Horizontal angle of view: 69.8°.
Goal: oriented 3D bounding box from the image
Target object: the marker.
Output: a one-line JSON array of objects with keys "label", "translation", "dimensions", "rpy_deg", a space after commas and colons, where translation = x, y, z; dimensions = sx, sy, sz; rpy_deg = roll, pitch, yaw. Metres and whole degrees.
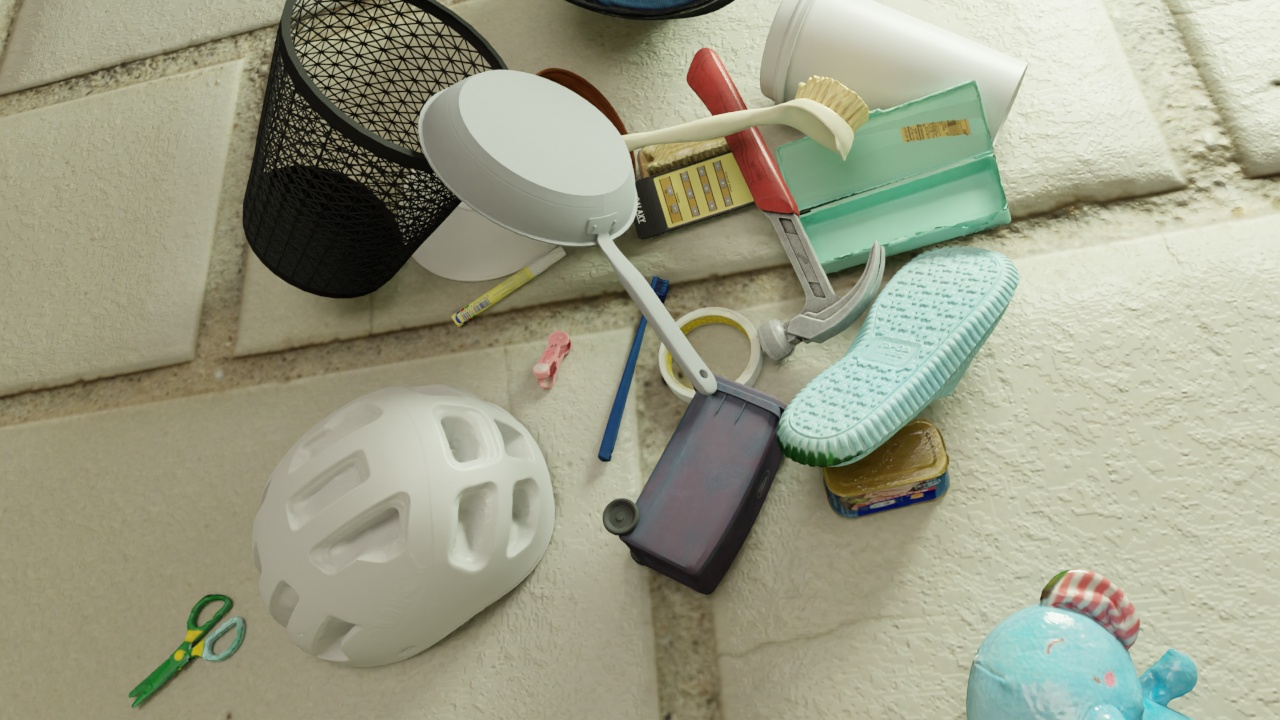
[{"label": "marker", "translation": [-0.133, -0.076, 0.934], "dimensions": [0.132, 0.014, 0.014], "rpy_deg": [-33, 61, -1]}]

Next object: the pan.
[{"label": "pan", "translation": [-0.041, -0.120, 0.765], "dimensions": [0.200, 0.051, 0.356], "rpy_deg": [-23, 67, -45]}]

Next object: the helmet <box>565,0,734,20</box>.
[{"label": "helmet", "translation": [0.020, -0.494, 0.960], "dimensions": [0.316, 0.249, 0.235], "rpy_deg": [19, 43, 24]}]

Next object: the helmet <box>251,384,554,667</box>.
[{"label": "helmet", "translation": [-0.228, 0.140, 0.814], "dimensions": [0.283, 0.183, 0.224], "rpy_deg": [-34, 54, 23]}]

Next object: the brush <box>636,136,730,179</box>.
[{"label": "brush", "translation": [0.053, -0.211, 0.928], "dimensions": [0.117, 0.039, 0.049], "rpy_deg": [-14, 61, 7]}]

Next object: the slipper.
[{"label": "slipper", "translation": [0.214, 0.002, 0.739], "dimensions": [0.275, 0.069, 0.116], "rpy_deg": [-43, 31, -25]}]

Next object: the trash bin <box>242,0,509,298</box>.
[{"label": "trash bin", "translation": [-0.265, -0.193, 0.876], "dimensions": [0.244, 0.216, 0.216], "rpy_deg": [-43, 50, 42]}]

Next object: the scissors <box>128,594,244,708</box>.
[{"label": "scissors", "translation": [-0.422, 0.280, 0.854], "dimensions": [0.071, 0.014, 0.130], "rpy_deg": [36, 78, 28]}]

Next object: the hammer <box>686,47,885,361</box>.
[{"label": "hammer", "translation": [0.117, -0.164, 0.844], "dimensions": [0.126, 0.036, 0.315], "rpy_deg": [-31, 67, 23]}]

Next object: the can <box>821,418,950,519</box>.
[{"label": "can", "translation": [0.195, 0.086, 0.732], "dimensions": [0.100, 0.059, 0.053], "rpy_deg": [-15, 62, 9]}]

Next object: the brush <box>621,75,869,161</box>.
[{"label": "brush", "translation": [0.071, -0.208, 0.830], "dimensions": [0.273, 0.062, 0.077], "rpy_deg": [1, 59, 29]}]

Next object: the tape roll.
[{"label": "tape roll", "translation": [0.064, -0.004, 0.837], "dimensions": [0.094, 0.019, 0.094], "rpy_deg": [-7, 64, 14]}]

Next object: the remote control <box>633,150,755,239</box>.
[{"label": "remote control", "translation": [0.054, -0.166, 0.905], "dimensions": [0.133, 0.013, 0.058], "rpy_deg": [-17, 94, 8]}]

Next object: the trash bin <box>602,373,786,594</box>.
[{"label": "trash bin", "translation": [0.053, 0.097, 0.752], "dimensions": [0.092, 0.094, 0.160], "rpy_deg": [22, 70, 24]}]

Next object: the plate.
[{"label": "plate", "translation": [-0.163, -0.192, 0.989], "dimensions": [0.230, 0.030, 0.229], "rpy_deg": [-7, 64, 14]}]

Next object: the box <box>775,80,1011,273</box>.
[{"label": "box", "translation": [0.222, -0.158, 0.823], "dimensions": [0.187, 0.057, 0.137], "rpy_deg": [-13, 73, 25]}]

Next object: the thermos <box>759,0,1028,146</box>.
[{"label": "thermos", "translation": [0.236, -0.271, 0.861], "dimensions": [0.222, 0.131, 0.131], "rpy_deg": [24, 74, 17]}]

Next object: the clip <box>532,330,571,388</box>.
[{"label": "clip", "translation": [-0.087, -0.003, 0.874], "dimensions": [0.023, 0.044, 0.060], "rpy_deg": [14, 84, 19]}]

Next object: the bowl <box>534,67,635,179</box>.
[{"label": "bowl", "translation": [-0.079, -0.211, 0.925], "dimensions": [0.069, 0.147, 0.147], "rpy_deg": [-24, 56, 38]}]

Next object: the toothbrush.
[{"label": "toothbrush", "translation": [-0.005, 0.005, 0.856], "dimensions": [0.017, 0.016, 0.189], "rpy_deg": [12, 69, 14]}]

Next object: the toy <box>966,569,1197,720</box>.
[{"label": "toy", "translation": [0.304, 0.245, 0.604], "dimensions": [0.181, 0.115, 0.183], "rpy_deg": [29, 86, 14]}]
